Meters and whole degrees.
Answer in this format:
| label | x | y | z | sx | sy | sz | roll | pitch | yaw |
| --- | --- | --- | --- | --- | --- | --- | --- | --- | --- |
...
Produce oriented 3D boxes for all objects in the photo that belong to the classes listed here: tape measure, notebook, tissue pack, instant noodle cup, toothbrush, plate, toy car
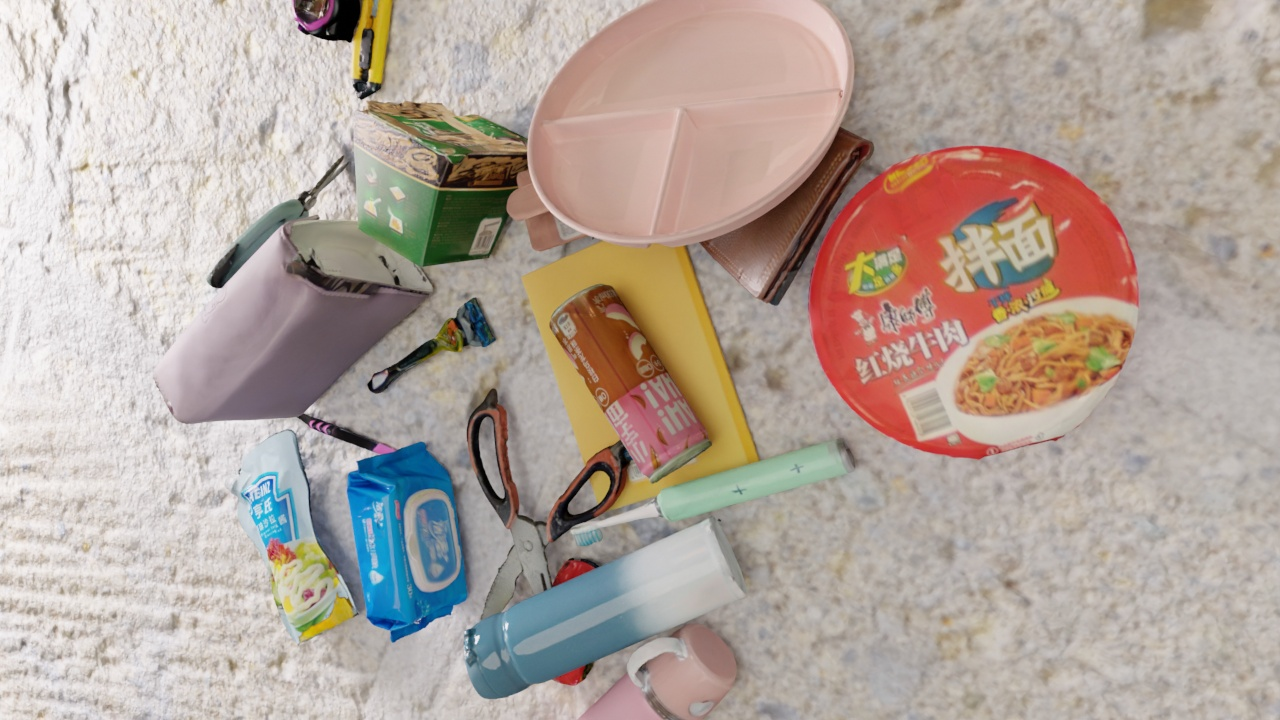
| label | x | y | z | sx | sy | sz | roll | pitch | yaw |
| --- | --- | --- | --- | --- | --- | --- | --- | --- | --- |
| tape measure | -0.277 | -0.311 | 0.805 | 0.058 | 0.039 | 0.057 | 21 | 103 | 22 |
| notebook | -0.004 | 0.004 | 0.723 | 0.146 | 0.010 | 0.206 | -21 | 86 | 25 |
| tissue pack | -0.195 | 0.151 | 0.781 | 0.052 | 0.094 | 0.157 | -11 | 88 | 24 |
| instant noodle cup | 0.209 | -0.036 | 0.590 | 0.194 | 0.065 | 0.194 | 2 | 94 | 25 |
| toothbrush | 0.048 | 0.100 | 0.682 | 0.225 | 0.026 | 0.027 | -18 | 100 | 17 |
| plate | 0.031 | -0.168 | 0.624 | 0.230 | 0.028 | 0.229 | -11 | 58 | 18 |
| toy car | -0.057 | 0.215 | 0.757 | 0.049 | 0.031 | 0.106 | 20 | 101 | 21 |
| toothbrush | -0.290 | 0.066 | 0.860 | 0.189 | 0.017 | 0.014 | 17 | 110 | 21 |

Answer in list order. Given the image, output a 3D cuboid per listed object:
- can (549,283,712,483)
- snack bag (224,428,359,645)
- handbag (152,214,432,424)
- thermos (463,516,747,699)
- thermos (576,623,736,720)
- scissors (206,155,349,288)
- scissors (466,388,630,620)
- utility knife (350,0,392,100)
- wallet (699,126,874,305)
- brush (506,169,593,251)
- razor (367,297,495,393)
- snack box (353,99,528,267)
| label | x | y | z | sx | sy | sz | roll | pitch | yaw |
| --- | --- | --- | --- | --- | --- | --- | --- | --- | --- |
| can | -0.009 | 0.016 | 0.687 | 0.058 | 0.057 | 0.147 | -37 | 79 | 23 |
| snack bag | -0.337 | 0.171 | 0.881 | 0.111 | 0.038 | 0.191 | -32 | 80 | 35 |
| handbag | -0.300 | -0.035 | 0.785 | 0.197 | 0.144 | 0.098 | -39 | 81 | 22 |
| thermos | -0.030 | 0.190 | 0.691 | 0.221 | 0.070 | 0.070 | -26 | 83 | 8 |
| thermos | -0.014 | 0.283 | 0.714 | 0.199 | 0.087 | 0.067 | -49 | 36 | 22 |
| scissors | -0.317 | -0.111 | 0.791 | 0.019 | 0.178 | 0.173 | 43 | 108 | -10 |
| scissors | -0.092 | 0.130 | 0.752 | 0.189 | 0.015 | 0.223 | 39 | 103 | 20 |
| utility knife | -0.233 | -0.305 | 0.798 | 0.033 | 0.015 | 0.154 | 13 | 100 | 21 |
| wallet | 0.095 | -0.109 | 0.627 | 0.125 | 0.032 | 0.101 | -61 | 34 | 18 |
| brush | -0.025 | -0.129 | 0.687 | 0.146 | 0.073 | 0.063 | -13 | 89 | 24 |
| razor | -0.192 | -0.005 | 0.804 | 0.143 | 0.022 | 0.042 | -28 | 81 | 25 |
| snack box | -0.160 | -0.138 | 0.733 | 0.117 | 0.118 | 0.106 | 30 | 118 | 27 |
